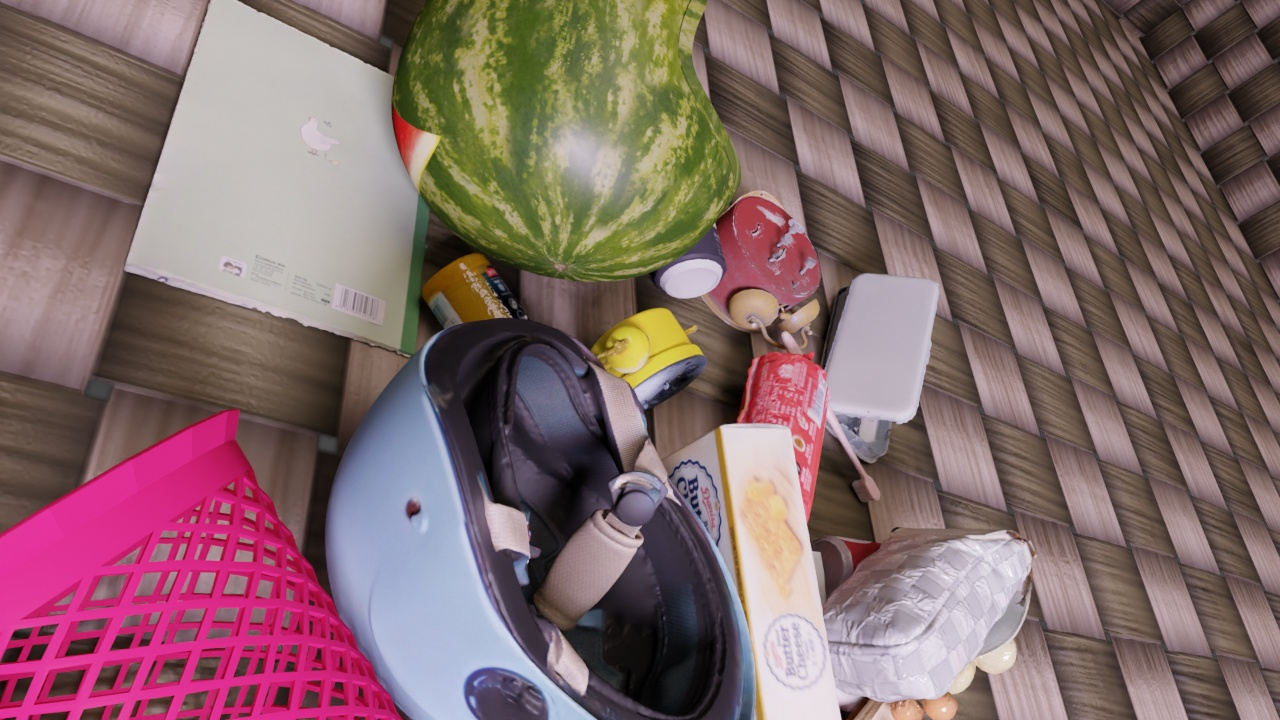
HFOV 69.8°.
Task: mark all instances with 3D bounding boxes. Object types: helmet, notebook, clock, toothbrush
[{"bbox_3d":[-0.055,0.116,0.502,0.265,0.167,0.225,50,25,-2],"label":"helmet"},{"bbox_3d":[0.156,0.350,0.620,0.224,0.024,0.167,-24,89,-48],"label":"notebook"},{"bbox_3d":[-0.004,0.004,0.694,0.118,0.084,0.057,-12,66,-48],"label":"clock"},{"bbox_3d":[0.170,0.053,0.835,0.015,0.018,0.181,-38,102,-42],"label":"toothbrush"},{"bbox_3d":[-0.231,-0.134,0.642,0.181,0.010,0.252,19,51,-31],"label":"notebook"},{"bbox_3d":[0.119,-0.082,0.862,0.117,0.081,0.158,4,60,-40],"label":"clock"},{"bbox_3d":[-0.056,-0.178,0.670,0.243,0.214,0.247,-4,71,-17],"label":"helmet"}]

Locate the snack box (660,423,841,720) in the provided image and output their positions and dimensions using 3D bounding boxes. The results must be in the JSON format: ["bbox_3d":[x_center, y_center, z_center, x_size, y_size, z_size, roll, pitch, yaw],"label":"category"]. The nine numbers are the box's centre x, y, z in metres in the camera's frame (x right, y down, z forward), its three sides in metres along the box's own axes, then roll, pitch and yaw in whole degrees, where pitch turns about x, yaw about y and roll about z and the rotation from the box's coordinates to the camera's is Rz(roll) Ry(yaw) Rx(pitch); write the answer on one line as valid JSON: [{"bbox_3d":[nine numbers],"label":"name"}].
[{"bbox_3d":[0.064,0.154,0.608,0.057,0.104,0.207,4,67,-27],"label":"snack box"}]

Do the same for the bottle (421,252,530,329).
[{"bbox_3d":[-0.079,0.014,0.640,0.186,0.053,0.053,55,42,3],"label":"bottle"}]

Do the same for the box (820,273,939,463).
[{"bbox_3d":[0.241,-0.013,0.906,0.107,0.110,0.215,35,44,-13],"label":"box"}]

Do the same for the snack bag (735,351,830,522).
[{"bbox_3d":[0.111,0.065,0.758,0.082,0.083,0.175,37,43,-16],"label":"snack bag"}]

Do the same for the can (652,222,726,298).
[{"bbox_3d":[0.035,-0.123,0.828,0.064,0.064,0.127,11,56,-36],"label":"can"}]

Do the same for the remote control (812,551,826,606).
[{"bbox_3d":[0.076,0.166,0.688,0.143,0.024,0.049,10,65,-23],"label":"remote control"}]

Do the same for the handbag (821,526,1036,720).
[{"bbox_3d":[0.203,0.195,0.665,0.171,0.113,0.123,-26,102,-41],"label":"handbag"}]

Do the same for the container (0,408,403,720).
[{"bbox_3d":[-0.178,0.164,0.373,0.226,0.184,0.182,56,41,-7],"label":"container"}]

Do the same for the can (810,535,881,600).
[{"bbox_3d":[0.184,0.177,0.762,0.096,0.054,0.054,15,53,-34],"label":"can"}]

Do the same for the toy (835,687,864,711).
[{"bbox_3d":[0.120,0.235,0.674,0.125,0.037,0.075,49,41,-19],"label":"toy"}]
